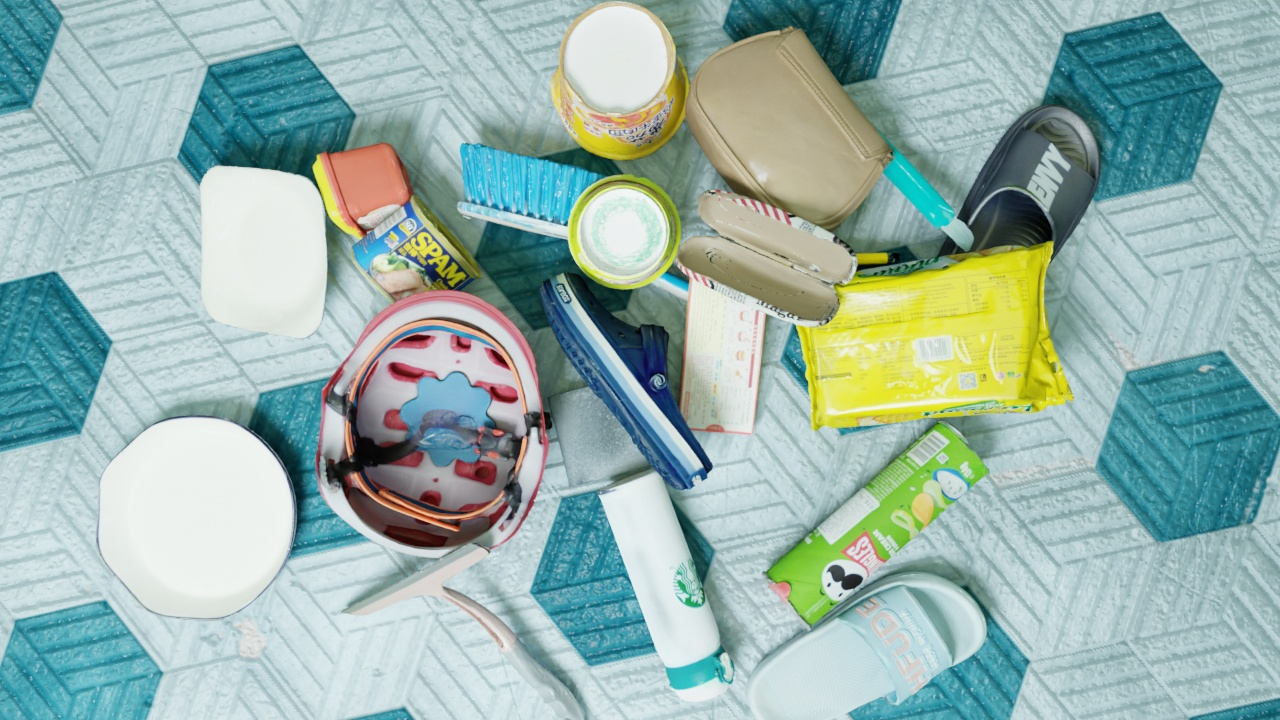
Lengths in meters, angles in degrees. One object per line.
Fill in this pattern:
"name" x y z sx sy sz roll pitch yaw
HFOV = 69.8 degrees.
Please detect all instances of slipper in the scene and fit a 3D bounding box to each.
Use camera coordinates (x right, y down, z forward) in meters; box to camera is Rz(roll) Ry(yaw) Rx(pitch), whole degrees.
"slipper" -0.005 0.005 0.874 0.095 0.105 0.252 -33 74 -10
"slipper" 0.217 0.289 0.893 0.245 0.074 0.104 -28 87 3
"slipper" 0.369 -0.127 0.894 0.110 0.083 0.268 31 91 1

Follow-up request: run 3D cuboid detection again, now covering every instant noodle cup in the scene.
"instant noodle cup" -0.020 -0.276 0.896 0.138 0.110 0.138 0 89 3
"instant noodle cup" -0.015 -0.117 0.841 0.111 0.123 0.112 0 98 -1

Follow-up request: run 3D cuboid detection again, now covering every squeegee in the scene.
"squeegee" -0.138 0.281 0.904 0.249 0.040 0.248 46 130 -15

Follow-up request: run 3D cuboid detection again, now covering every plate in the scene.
"plate" -0.372 -0.109 0.921 0.164 0.034 0.164 10 103 21
"plate" -0.444 0.158 0.933 0.205 0.045 0.205 0 88 1

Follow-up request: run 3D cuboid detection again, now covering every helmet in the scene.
"helmet" -0.189 0.060 0.877 0.207 0.144 0.240 10 85 -5

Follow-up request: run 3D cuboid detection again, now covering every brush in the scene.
"brush" -0.036 -0.132 0.925 0.314 0.060 0.109 13 95 0

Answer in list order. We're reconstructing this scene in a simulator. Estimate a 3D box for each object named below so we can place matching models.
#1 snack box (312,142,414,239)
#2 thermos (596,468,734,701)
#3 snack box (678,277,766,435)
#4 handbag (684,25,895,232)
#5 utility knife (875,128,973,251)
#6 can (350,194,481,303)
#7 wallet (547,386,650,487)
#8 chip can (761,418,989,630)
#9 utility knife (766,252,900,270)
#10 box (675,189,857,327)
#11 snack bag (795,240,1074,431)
"snack box" -0.270 -0.170 0.914 0.080 0.091 0.082 -19 87 -6
"thermos" 0.029 0.221 0.903 0.073 0.073 0.224 -21 88 1
"snack box" 0.081 -0.006 0.910 0.077 0.027 0.156 5 101 0
"handbag" 0.142 -0.218 0.899 0.147 0.100 0.204 -36 88 -7
"utility knife" 0.265 -0.175 0.906 0.029 0.013 0.182 -42 68 16
"can" -0.221 -0.098 0.907 0.083 0.057 0.102 -37 129 3
"wallet" -0.026 0.068 0.935 0.121 0.019 0.097 -15 90 0
"chip can" 0.228 0.159 0.896 0.236 0.072 0.072 -41 88 0
"utility knife" 0.160 -0.099 0.927 0.202 0.033 0.015 -2 93 6
"box" 0.113 -0.091 0.850 0.162 0.076 0.086 25 71 14
"snack bag" 0.266 -0.018 0.868 0.247 0.068 0.158 -8 89 22
